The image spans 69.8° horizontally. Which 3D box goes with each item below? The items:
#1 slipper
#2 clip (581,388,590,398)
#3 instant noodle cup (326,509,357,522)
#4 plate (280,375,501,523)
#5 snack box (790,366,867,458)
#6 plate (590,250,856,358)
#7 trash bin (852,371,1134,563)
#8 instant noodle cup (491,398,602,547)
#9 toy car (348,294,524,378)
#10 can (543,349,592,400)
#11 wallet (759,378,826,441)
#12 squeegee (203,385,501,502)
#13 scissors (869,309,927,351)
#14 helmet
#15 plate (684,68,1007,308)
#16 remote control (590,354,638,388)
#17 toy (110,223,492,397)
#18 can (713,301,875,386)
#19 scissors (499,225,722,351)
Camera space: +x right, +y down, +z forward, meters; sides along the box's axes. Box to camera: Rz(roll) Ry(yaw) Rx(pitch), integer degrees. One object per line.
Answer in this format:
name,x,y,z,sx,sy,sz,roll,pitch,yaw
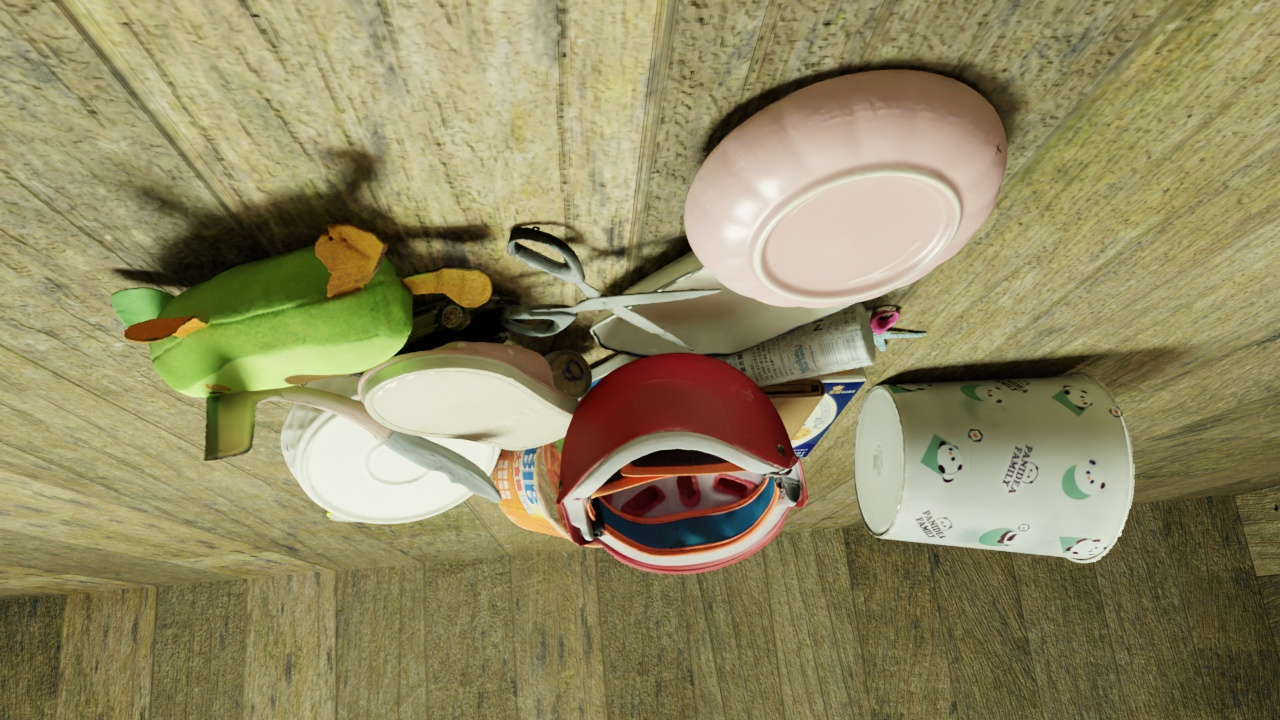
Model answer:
slipper,-0.129,0.026,0.751,0.114,0.054,0.274,-25,160,16
clip,-0.071,0.044,0.994,0.099,0.034,0.070,14,156,-37
instant noodle cup,-0.290,0.106,0.973,0.111,0.123,0.112,-5,163,-2
plate,-0.225,0.081,0.855,0.204,0.045,0.205,-11,133,-12
snack box,0.120,0.051,0.979,0.177,0.045,0.183,-1,148,-14
plate,0.075,-0.055,0.710,0.161,0.034,0.267,8,159,-36
trash bin,0.405,0.123,1.102,0.252,0.229,0.230,2,163,-5
instant noodle cup,-0.077,0.118,0.961,0.151,0.151,0.112,9,167,-39
toy car,-0.166,-0.018,0.738,0.158,0.042,0.070,-22,161,15
can,-0.105,0.031,0.905,0.053,0.053,0.135,8,159,-37
wallet,0.125,0.059,0.920,0.090,0.033,0.116,-1,147,-18
squeegee,-0.209,0.058,0.720,0.249,0.040,0.248,27,-176,-30
scissors,0.231,-0.028,0.885,0.133,0.017,0.119,-2,159,-26
helmet,0.033,0.084,0.811,0.207,0.143,0.240,-11,146,6
plate,0.123,-0.084,0.543,0.192,0.039,0.193,-6,149,-4
remote control,-0.005,0.005,0.900,0.049,0.024,0.125,8,158,-37
toy,-0.229,-0.028,0.606,0.247,0.090,0.226,-14,174,25
can,0.135,-0.011,0.833,0.147,0.058,0.058,-12,162,22
scissors,-0.029,-0.046,0.660,0.179,0.014,0.159,-6,147,20
